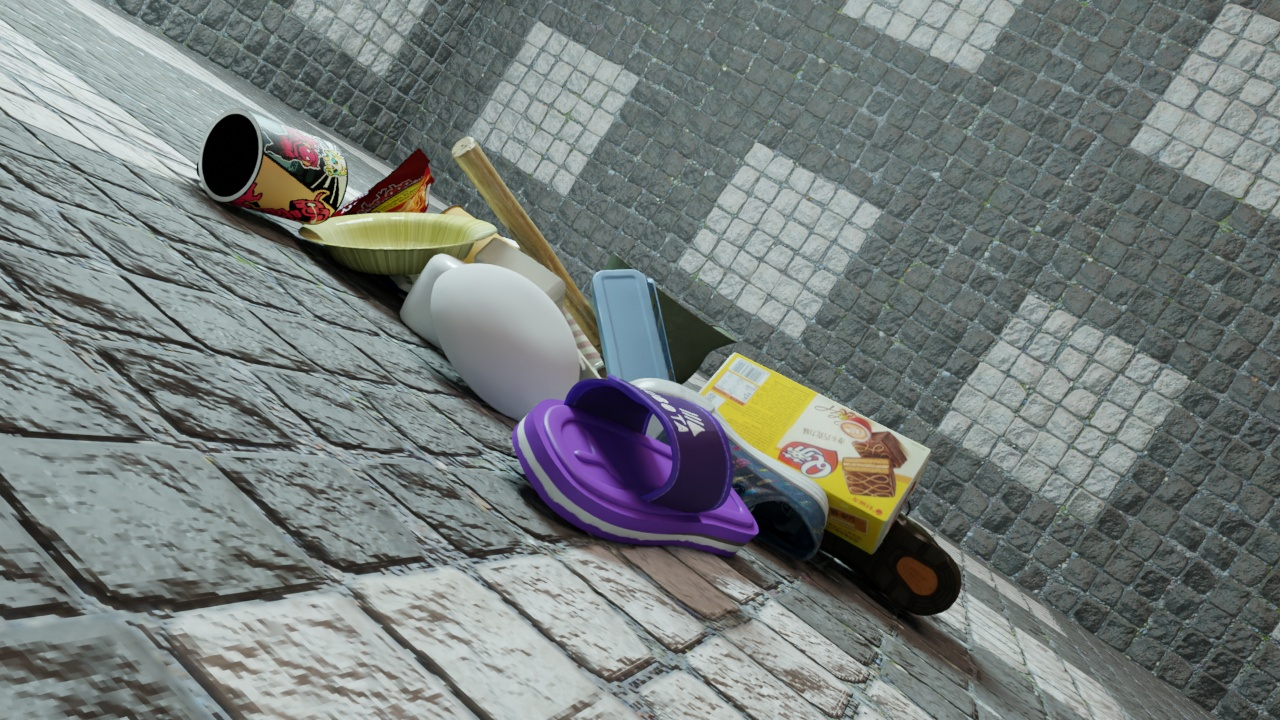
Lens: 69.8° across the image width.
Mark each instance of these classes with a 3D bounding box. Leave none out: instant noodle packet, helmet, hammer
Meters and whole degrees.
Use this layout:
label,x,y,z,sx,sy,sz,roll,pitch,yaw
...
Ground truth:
label,x,y,z,sx,sy,sz,roll,pitch,yaw
instant noodle packet,-0.233,-0.079,0.946,0.087,0.026,0.134,29,5,-41
helmet,0.004,-0.041,1.390,0.227,0.154,0.267,32,9,-28
hammer,-0.091,-0.091,0.952,0.330,0.033,0.132,55,23,-38

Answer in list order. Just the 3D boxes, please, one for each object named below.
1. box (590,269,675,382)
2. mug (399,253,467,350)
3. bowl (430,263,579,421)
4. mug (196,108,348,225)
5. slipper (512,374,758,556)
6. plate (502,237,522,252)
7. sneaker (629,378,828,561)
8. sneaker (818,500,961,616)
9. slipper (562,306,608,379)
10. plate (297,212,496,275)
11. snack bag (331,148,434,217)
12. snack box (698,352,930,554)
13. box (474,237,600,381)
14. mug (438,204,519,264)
label,x,y,z,sx,sy,sz,roll,pitch,yaw
box,-0.006,0.004,0.972,0.086,0.073,0.208,95,-14,-59
mug,-0.150,-0.041,0.822,0.115,0.068,0.094,32,4,-8
bowl,-0.096,-0.023,0.736,0.149,0.043,0.149,39,31,-29
mug,-0.347,-0.173,0.842,0.118,0.082,0.098,-1,-5,28
slipper,0.024,0.066,0.636,0.266,0.084,0.107,29,20,-54
plate,-0.243,-0.166,1.279,0.242,0.016,0.242,9,0,0
sneaker,0.071,0.107,0.833,0.235,0.088,0.079,34,29,-10
sneaker,0.250,0.185,1.006,0.238,0.101,0.143,36,4,29
slipper,-0.077,-0.044,1.121,0.263,0.052,0.115,52,18,23
plate,-0.233,-0.110,0.892,0.184,0.036,0.184,2,19,-1
snack bag,-0.320,-0.210,1.150,0.066,0.139,0.208,58,-4,-6
snack box,0.163,0.090,0.940,0.230,0.109,0.062,28,-38,23
box,-0.095,-0.022,0.907,0.187,0.057,0.145,41,-27,22
mug,-0.209,-0.108,1.069,0.094,0.101,0.123,35,45,6
